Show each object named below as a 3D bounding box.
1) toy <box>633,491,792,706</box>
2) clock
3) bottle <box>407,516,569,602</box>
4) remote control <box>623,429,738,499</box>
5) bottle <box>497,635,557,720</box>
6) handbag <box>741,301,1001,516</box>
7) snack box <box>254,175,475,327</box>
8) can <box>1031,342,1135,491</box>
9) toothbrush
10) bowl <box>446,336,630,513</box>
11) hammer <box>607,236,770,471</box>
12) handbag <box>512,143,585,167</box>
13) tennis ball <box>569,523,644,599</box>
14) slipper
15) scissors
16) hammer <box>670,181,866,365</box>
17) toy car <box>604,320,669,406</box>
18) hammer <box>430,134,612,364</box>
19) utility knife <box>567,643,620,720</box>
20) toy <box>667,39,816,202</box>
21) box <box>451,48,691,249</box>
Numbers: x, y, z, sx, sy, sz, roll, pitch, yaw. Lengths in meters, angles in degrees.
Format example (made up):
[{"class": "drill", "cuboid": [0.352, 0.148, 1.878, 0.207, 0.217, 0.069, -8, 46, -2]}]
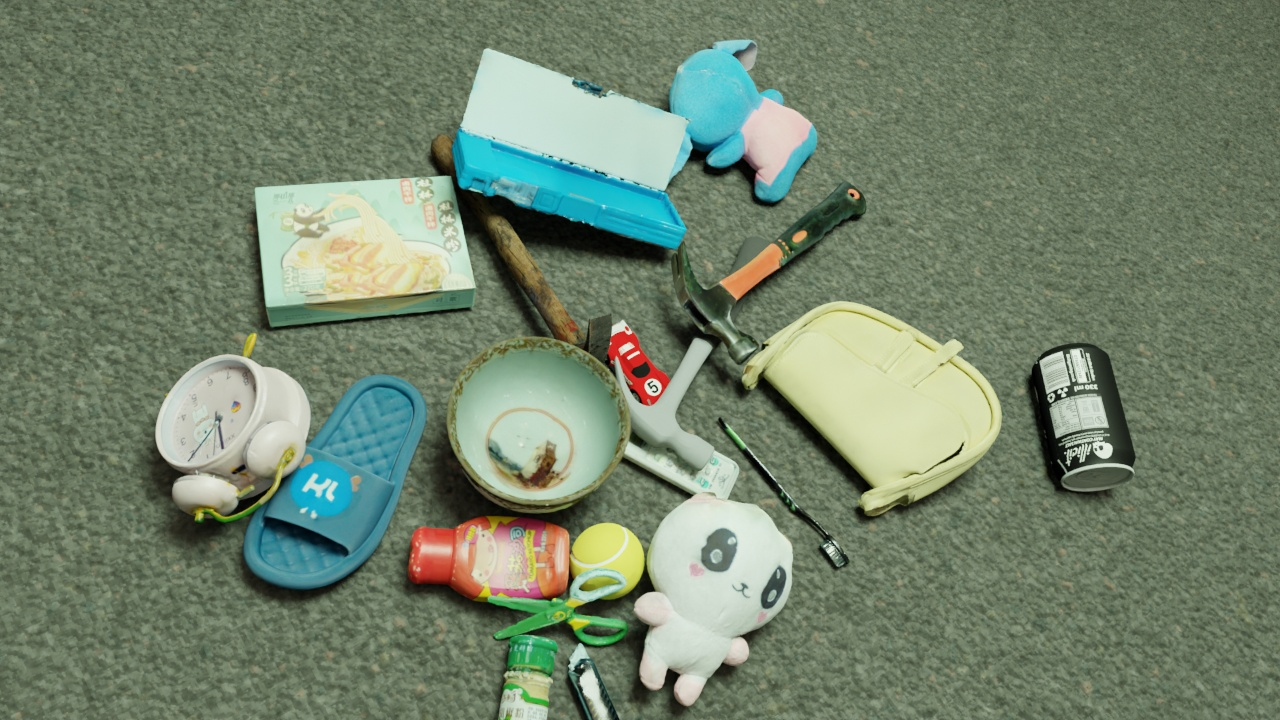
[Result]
[{"class": "toy", "cuboid": [0.056, 0.203, 0.791, 0.139, 0.102, 0.179, 35, 66, -20]}, {"class": "clock", "cuboid": [-0.332, 0.065, 0.750, 0.117, 0.059, 0.158, -32, 56, 2]}, {"class": "bottle", "cuboid": [-0.130, 0.170, 0.786, 0.134, 0.049, 0.071, 5, 62, -12]}, {"class": "remote control", "cuboid": [0.029, 0.092, 0.886, 0.133, 0.022, 0.050, 28, 59, 2]}, {"class": "bottle", "cuboid": [-0.094, 0.280, 0.740, 0.042, 0.043, 0.109, 11, 61, -9]}, {"class": "handbag", "cuboid": [0.238, 0.037, 0.937, 0.190, 0.089, 0.233, -39, 77, -26]}, {"class": "snack box", "cuboid": [-0.271, -0.110, 0.906, 0.193, 0.044, 0.141, -8, 63, -18]}, {"class": "can", "cuboid": [0.476, 0.060, 0.989, 0.080, 0.080, 0.145, 7, 60, -11]}, {"class": "toothbrush", "cuboid": [0.136, 0.128, 0.901, 0.017, 0.014, 0.188, -36, 75, -20]}, {"class": "bowl", "cuboid": [-0.096, 0.070, 0.823, 0.160, 0.094, 0.159, 6, 60, -11]}, {"class": "hammer", "cuboid": [0.069, -0.032, 0.945, 0.125, 0.030, 0.309, 34, 52, -1]}, {"class": "handbag", "cuboid": [-0.131, -0.279, 1.047, 0.084, 0.028, 0.178, -23, 68, -24]}, {"class": "tennis ball", "cuboid": [-0.029, 0.175, 0.800, 0.065, 0.065, 0.065, 6, 60, -12]}, {"class": "slipper", "cuboid": [-0.252, 0.099, 0.788, 0.104, 0.059, 0.213, 27, 57, -2]}, {"class": "scissors", "cuboid": [-0.066, 0.204, 0.767, 0.131, 0.113, 0.012, 15, 27, -15]}, {"class": "hammer", "cuboid": [0.158, -0.123, 1.009, 0.133, 0.033, 0.332, 46, 51, 9]}, {"class": "toy car", "cuboid": [-0.006, 0.005, 0.923, 0.038, 0.025, 0.089, -30, 73, -27]}, {"class": "hammer", "cuboid": [-0.128, -0.116, 0.921, 0.033, 0.120, 0.330, -20, 62, -31]}, {"class": "utility knife", "cuboid": [-0.021, 0.316, 0.751, 0.028, 0.020, 0.174, -17, 68, -23]}, {"class": "toy", "cuboid": [0.111, -0.270, 1.075, 0.191, 0.099, 0.223, 36, 66, -7]}, {"class": "box", "cuboid": [-0.059, -0.214, 0.943, 0.243, 0.114, 0.114, 13, 33, -25]}]
